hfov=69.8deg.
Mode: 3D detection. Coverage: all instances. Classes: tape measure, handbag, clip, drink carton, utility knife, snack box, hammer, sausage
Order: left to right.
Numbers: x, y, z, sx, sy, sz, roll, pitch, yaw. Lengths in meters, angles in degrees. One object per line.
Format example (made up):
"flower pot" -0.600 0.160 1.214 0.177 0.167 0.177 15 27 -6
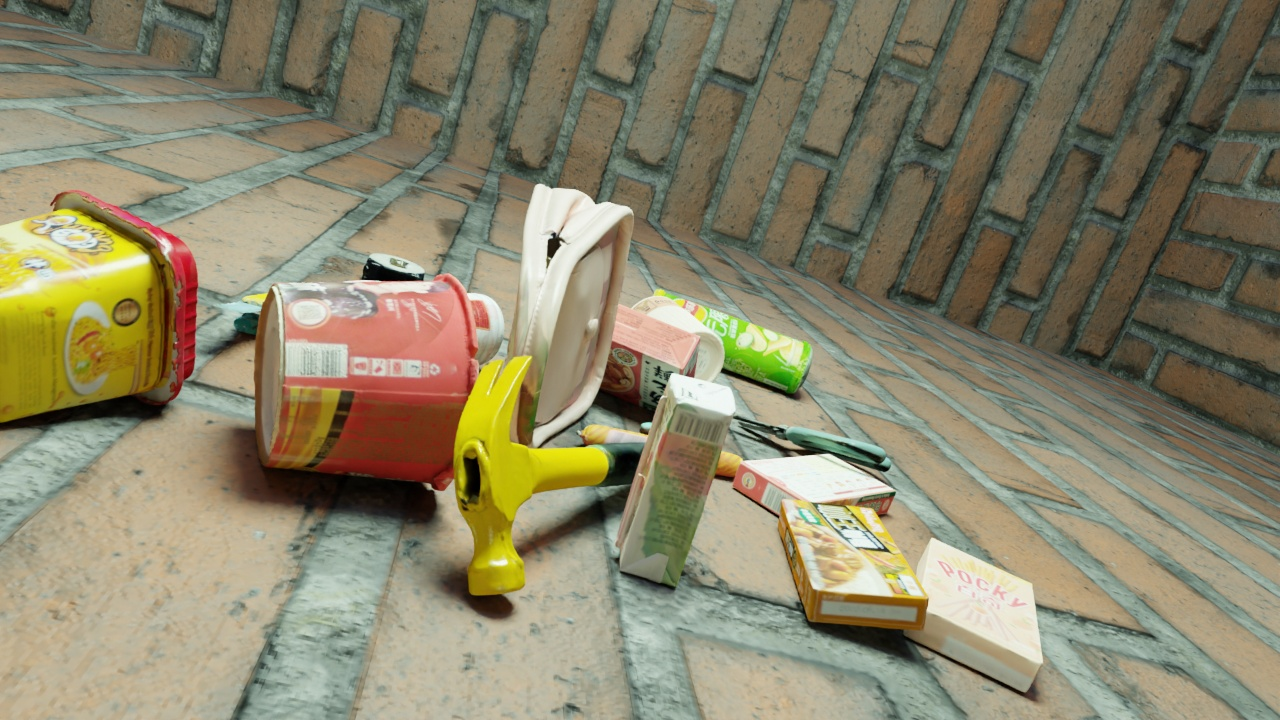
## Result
"clip" -0.304 -0.026 0.754 0.057 0.014 0.047 19 12 -7
"utility knife" -0.310 -0.047 0.769 0.033 0.015 0.216 18 5 -5
"tape measure" -0.275 -0.094 1.020 0.065 0.034 0.066 17 14 -18
"handbag" -0.073 -0.022 0.720 0.093 0.194 0.233 13 22 0
"hammer" -0.032 0.070 0.613 0.033 0.128 0.300 -8 -7 22
"snack box" -0.005 0.005 0.895 0.113 0.044 0.127 22 -30 12
"sausage" 0.022 0.078 0.778 0.165 0.021 0.021 14 15 -22
"drink carton" 0.020 0.074 0.576 0.045 0.123 0.053 17 16 -4
"snack box" 0.157 0.113 0.812 0.077 0.027 0.155 29 17 38
"snack box" 0.145 0.141 0.653 0.075 0.026 0.153 5 13 0
"snack box" 0.243 0.180 0.670 0.084 0.026 0.157 23 14 16

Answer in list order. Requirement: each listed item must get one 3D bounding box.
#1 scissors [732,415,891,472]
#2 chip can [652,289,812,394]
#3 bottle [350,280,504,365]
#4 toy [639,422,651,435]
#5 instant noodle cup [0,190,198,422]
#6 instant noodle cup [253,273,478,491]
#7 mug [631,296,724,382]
"scissors" 0.182 0.086 0.937 0.177 0.019 0.171 10 -9 41
"chip can" 0.112 -0.023 1.188 0.221 0.073 0.072 21 14 3
"bottle" -0.211 -0.034 0.788 0.196 0.068 0.068 5 20 -48
"toy" 0.044 0.064 0.845 0.096 0.030 0.092 11 13 -10
"instant noodle cup" -0.339 -0.026 0.523 0.116 0.116 0.123 25 26 20
"instant noodle cup" -0.173 0.009 0.562 0.108 0.138 0.138 4 20 -30
"mug" 0.022 -0.013 1.035 0.114 0.082 0.106 -16 30 -20
